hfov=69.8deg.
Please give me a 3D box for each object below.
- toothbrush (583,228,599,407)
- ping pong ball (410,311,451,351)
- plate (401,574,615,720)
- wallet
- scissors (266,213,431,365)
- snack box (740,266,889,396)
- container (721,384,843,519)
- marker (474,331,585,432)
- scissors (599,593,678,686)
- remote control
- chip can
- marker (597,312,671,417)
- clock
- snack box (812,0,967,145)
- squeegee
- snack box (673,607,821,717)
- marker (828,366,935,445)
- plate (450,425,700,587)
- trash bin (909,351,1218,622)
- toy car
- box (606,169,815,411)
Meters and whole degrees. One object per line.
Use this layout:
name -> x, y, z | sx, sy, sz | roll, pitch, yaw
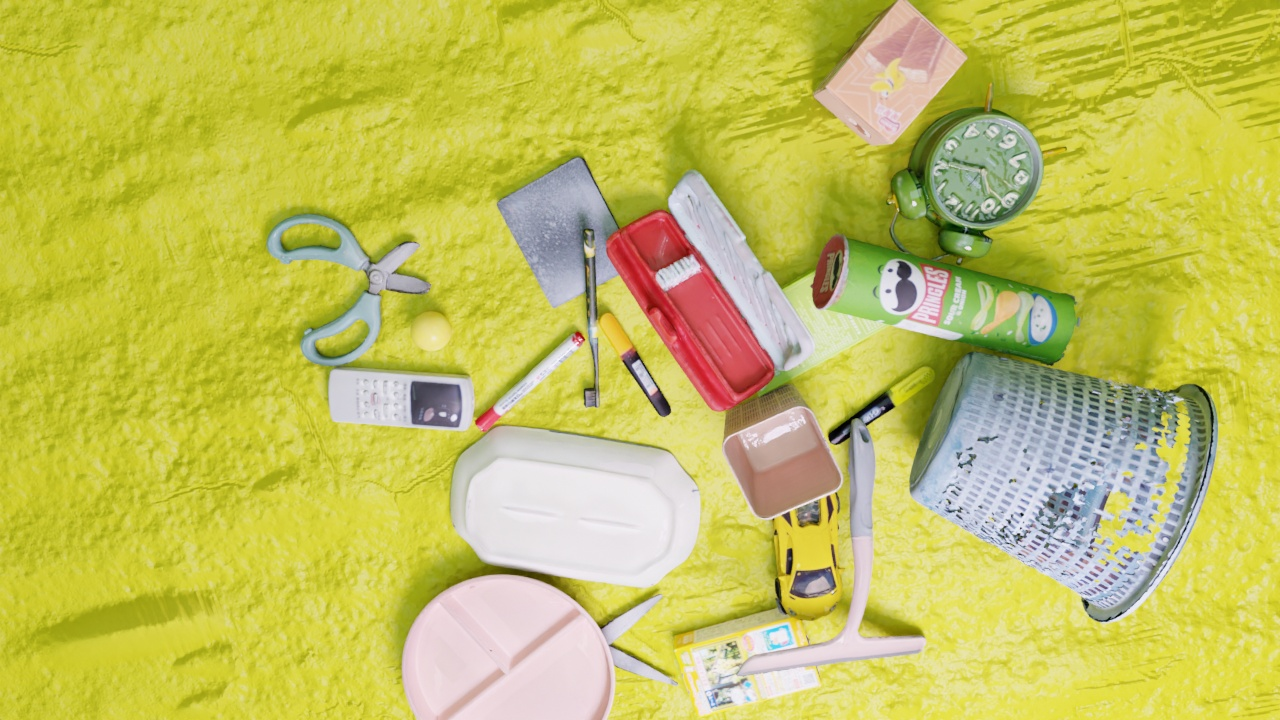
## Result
toothbrush -> -0.051, -0.038, 0.905 | 0.017, 0.012, 0.186 | -6, 112, -12
ping pong ball -> -0.210, -0.029, 0.918 | 0.040, 0.040, 0.040 | 1, 103, 4
plate -> -0.140, 0.332, 0.981 | 0.229, 0.028, 0.229 | 1, 101, 4
wallet -> -0.071, -0.125, 0.899 | 0.097, 0.019, 0.121 | -27, 98, 7
scissors -> -0.301, -0.063, 0.928 | 0.170, 0.019, 0.181 | 14, 103, -1
snack box -> 0.163, -0.038, 0.898 | 0.156, 0.026, 0.086 | -30, 99, 10
container -> 0.132, 0.082, 0.884 | 0.090, 0.110, 0.090 | -25, 100, 9
marker -> -0.113, 0.022, 0.935 | 0.145, 0.017, 0.017 | -41, 97, 11
scissors -> -0.073, 0.318, 0.998 | 0.233, 0.021, 0.221 | 31, 103, -3
remote control -> -0.247, 0.040, 0.946 | 0.150, 0.021, 0.058 | 3, 103, 4
chip can -> 0.280, -0.054, 0.845 | 0.236, 0.072, 0.072 | 13, 103, -9
marker -> -0.005, 0.005, 0.925 | 0.018, 0.015, 0.124 | -38, 102, -21
clock -> 0.299, -0.161, 0.845 | 0.116, 0.056, 0.161 | 39, 103, -4
snack box -> 0.217, -0.251, 0.811 | 0.077, 0.092, 0.094 | 39, 102, -6
squeegee -> 0.212, 0.182, 0.902 | 0.247, 0.040, 0.249 | 4, 90, -31
snack box -> 0.114, 0.321, 0.981 | 0.140, 0.033, 0.087 | -18, 101, 6
marker -> 0.240, 0.046, 0.918 | 0.124, 0.015, 0.018 | -37, 95, 13
plate -> -0.071, 0.159, 0.954 | 0.266, 0.034, 0.162 | 9, 103, 2
trash bin -> 0.362, 0.093, 0.833 | 0.195, 0.226, 0.227 | 22, 103, 11
toy car -> 0.170, 0.191, 0.931 | 0.071, 0.041, 0.156 | -4, 95, -6
box -> 0.062, -0.062, 0.840 | 0.102, 0.101, 0.201 | -32, 84, -16
